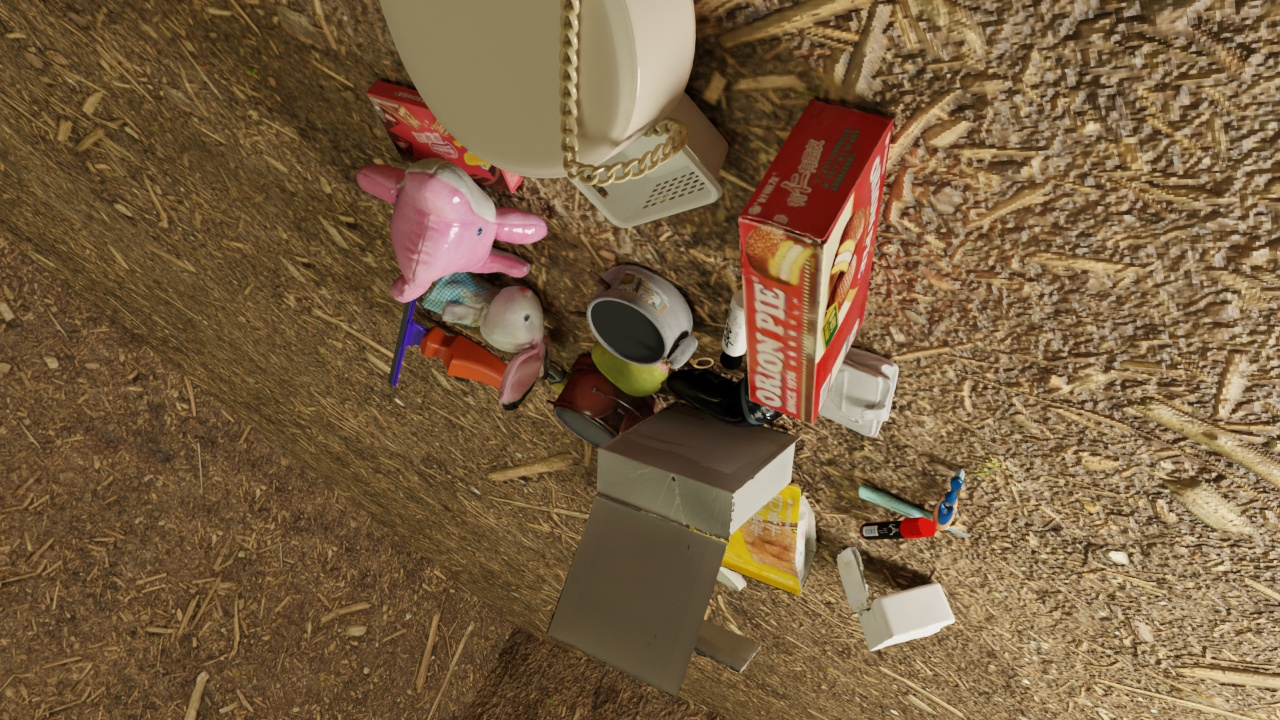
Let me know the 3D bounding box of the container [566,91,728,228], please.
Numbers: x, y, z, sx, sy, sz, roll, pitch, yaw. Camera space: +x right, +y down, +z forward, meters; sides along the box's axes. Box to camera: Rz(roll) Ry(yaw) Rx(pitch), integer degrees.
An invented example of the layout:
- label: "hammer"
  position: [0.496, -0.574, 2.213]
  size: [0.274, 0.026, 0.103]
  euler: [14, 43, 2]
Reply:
- label: "container"
  position: [0.006, -0.154, 0.694]
  size: [0.080, 0.049, 0.129]
  euler: [43, 153, -27]

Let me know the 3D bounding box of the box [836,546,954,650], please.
- label: "box"
  position: [0.318, 0.300, 1.202]
  size: [0.124, 0.136, 0.109]
  euler: [-11, 153, -7]

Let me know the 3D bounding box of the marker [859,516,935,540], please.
- label: "marker"
  position: [0.290, 0.193, 1.052]
  size: [0.023, 0.021, 0.145]
  euler: [47, 162, 0]

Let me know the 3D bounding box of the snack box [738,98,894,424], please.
- label: "snack box"
  position: [0.124, -0.060, 0.664]
  size: [0.060, 0.113, 0.237]
  euler: [22, 155, 20]

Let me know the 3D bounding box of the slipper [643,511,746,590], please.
- label: "slipper"
  position: [0.059, 0.236, 1.366]
  size: [0.274, 0.054, 0.114]
  euler: [42, 165, 3]

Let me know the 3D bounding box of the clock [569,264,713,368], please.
- label: "clock"
  position: [0.009, -0.036, 0.908]
  size: [0.148, 0.056, 0.104]
  euler: [35, 147, 1]

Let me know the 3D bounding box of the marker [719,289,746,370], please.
- label: "marker"
  position: [0.092, -0.026, 0.872]
  size: [0.025, 0.025, 0.126]
  euler: [25, 155, 11]

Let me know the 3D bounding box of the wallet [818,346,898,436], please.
- label: "wallet"
  position: [0.193, 0.028, 0.855]
  size: [0.086, 0.032, 0.116]
  euler: [22, 155, 24]

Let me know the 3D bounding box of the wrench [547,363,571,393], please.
- label: "wrench"
  position: [-0.038, 0.091, 1.247]
  size: [0.273, 0.018, 0.084]
  euler: [43, 153, -25]

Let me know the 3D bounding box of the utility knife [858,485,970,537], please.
- label: "utility knife"
  position: [0.304, 0.168, 1.020]
  size: [0.129, 0.015, 0.022]
  euler: [22, 153, 11]

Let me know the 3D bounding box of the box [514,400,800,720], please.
- label: "box"
  position: [0.019, 0.197, 0.962]
  size: [0.167, 0.368, 0.150]
  euler: [16, 154, 31]

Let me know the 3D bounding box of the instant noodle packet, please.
- label: "instant noodle packet"
  position: [0.141, 0.197, 1.196]
  size: [0.163, 0.084, 0.222]
  euler: [18, 147, 26]

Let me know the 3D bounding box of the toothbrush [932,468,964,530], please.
- label: "toothbrush"
  position: [0.320, 0.146, 0.953]
  size: [0.021, 0.017, 0.135]
  euler: [24, 154, 21]

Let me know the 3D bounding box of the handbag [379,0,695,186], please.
- label: "handbag"
  position: [-0.075, -0.217, 0.564]
  size: [0.211, 0.103, 0.209]
  euler: [7, 128, 41]

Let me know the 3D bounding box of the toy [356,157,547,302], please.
- label: "toy"
  position: [-0.193, -0.110, 0.880]
  size: [0.186, 0.127, 0.266]
  euler: [21, 174, -2]

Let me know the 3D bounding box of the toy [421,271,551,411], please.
- label: "toy"
  position: [-0.166, -0.061, 1.049]
  size: [0.106, 0.130, 0.205]
  euler: [-41, 93, 25]

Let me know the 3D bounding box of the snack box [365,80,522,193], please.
- label: "snack box"
  position: [-0.178, -0.204, 0.837]
  size: [0.133, 0.021, 0.089]
  euler: [20, 155, 23]

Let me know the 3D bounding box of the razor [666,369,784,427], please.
- label: "razor"
  position: [0.088, 0.030, 0.961]
  size: [0.141, 0.052, 0.064]
  euler: [18, 117, 38]

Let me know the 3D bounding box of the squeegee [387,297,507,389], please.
- label: "squeegee"
  position: [-0.243, -0.003, 1.256]
  size: [0.185, 0.055, 0.250]
  euler: [30, 138, 0]

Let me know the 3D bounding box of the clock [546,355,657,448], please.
- label: "clock"
  position: [-0.041, 0.056, 1.108]
  size: [0.120, 0.072, 0.158]
  euler: [39, 159, -19]

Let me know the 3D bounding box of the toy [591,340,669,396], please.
- label: "toy"
  position: [-0.006, 0.006, 1.002]
  size: [0.090, 0.051, 0.110]
  euler: [45, 163, -16]
